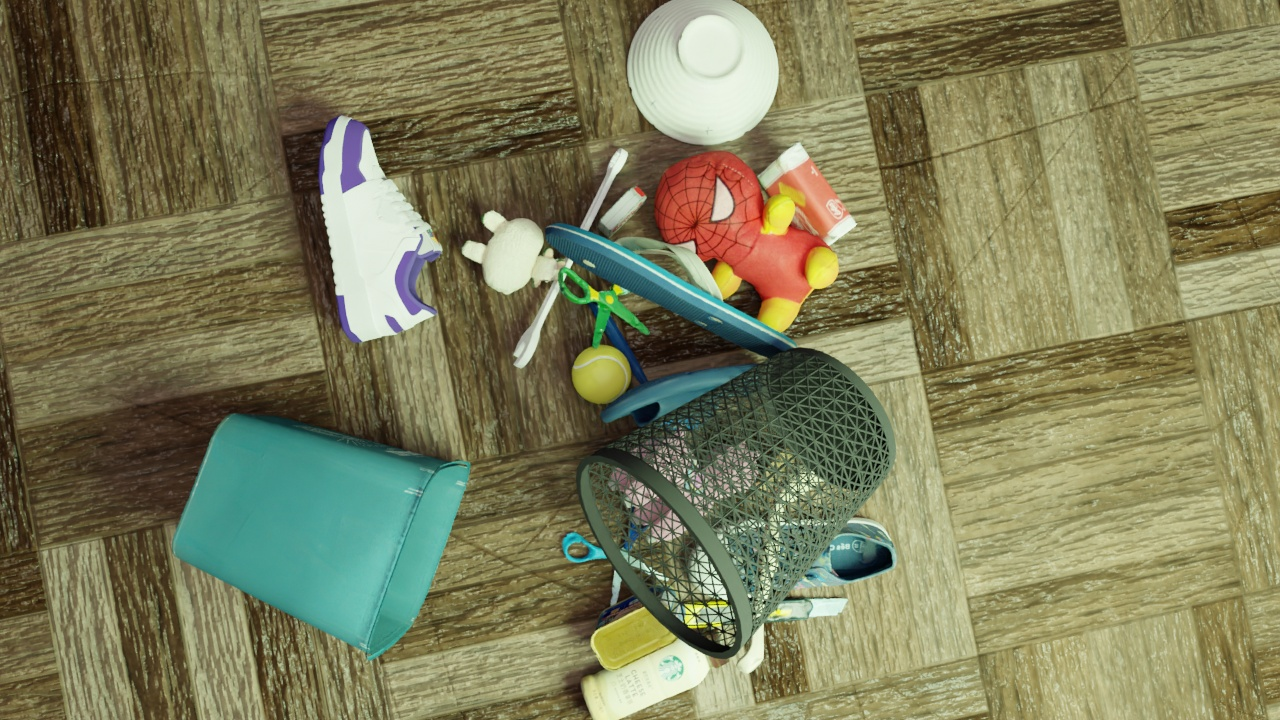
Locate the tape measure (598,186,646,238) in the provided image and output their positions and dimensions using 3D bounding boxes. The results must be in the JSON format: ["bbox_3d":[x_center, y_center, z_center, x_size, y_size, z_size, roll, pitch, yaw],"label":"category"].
[{"bbox_3d":[-0.021,-0.167,1.022,0.020,0.062,0.060,45,89,-2],"label":"tape measure"}]

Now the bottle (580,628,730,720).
[{"bbox_3d":[0.018,0.344,1.008,0.162,0.056,0.056,-23,90,-5],"label":"bottle"}]

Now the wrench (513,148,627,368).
[{"bbox_3d":[-0.078,-0.116,1.026,0.009,0.047,0.273,28,84,-21],"label":"wrench"}]

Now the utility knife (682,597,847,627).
[{"bbox_3d":[0.136,0.283,1.039,0.203,0.020,0.029,-3,90,-5],"label":"utility knife"}]

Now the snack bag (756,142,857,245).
[{"bbox_3d":[0.185,-0.179,1.028,0.036,0.077,0.116,-36,91,-17],"label":"snack bag"}]

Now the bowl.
[{"bbox_3d":[0.075,-0.338,1.030,0.177,0.071,0.177,0,88,-4],"label":"bowl"}]

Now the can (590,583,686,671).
[{"bbox_3d":[-0.002,0.289,0.996,0.100,0.059,0.054,-29,91,9],"label":"can"}]

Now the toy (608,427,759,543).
[{"bbox_3d":[0.053,0.126,0.999,0.157,0.067,0.123,-34,121,-10],"label":"toy"}]

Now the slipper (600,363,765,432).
[{"bbox_3d":[0.062,0.042,0.987,0.213,0.104,0.059,-10,78,-20],"label":"slipper"}]

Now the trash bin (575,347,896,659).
[{"bbox_3d":[0.102,0.117,0.875,0.242,0.217,0.217,-34,91,-27],"label":"trash bin"}]

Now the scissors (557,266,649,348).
[{"bbox_3d":[-0.036,-0.070,1.015,0.125,0.011,0.131,37,58,-19],"label":"scissors"}]

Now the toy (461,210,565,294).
[{"bbox_3d":[-0.139,-0.116,1.016,0.112,0.050,0.087,25,84,-8],"label":"toy"}]

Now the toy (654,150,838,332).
[{"bbox_3d":[0.110,-0.138,1.010,0.216,0.098,0.148,42,118,-1],"label":"toy"}]

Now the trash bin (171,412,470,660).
[{"bbox_3d":[-0.318,0.161,0.931,0.218,0.196,0.199,19,85,3],"label":"trash bin"}]

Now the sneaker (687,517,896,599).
[{"bbox_3d":[0.170,0.216,1.013,0.235,0.079,0.087,-6,89,-5],"label":"sneaker"}]

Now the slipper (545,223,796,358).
[{"bbox_3d":[0.041,-0.085,0.957,0.295,0.118,0.060,27,86,-6],"label":"slipper"}]

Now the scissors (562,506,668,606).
[{"bbox_3d":[-0.021,0.213,1.032,0.127,0.014,0.133,30,86,-4],"label":"scissors"}]

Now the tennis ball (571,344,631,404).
[{"bbox_3d":[-0.043,0.015,1.011,0.065,0.065,0.065,0,88,-4],"label":"tennis ball"}]

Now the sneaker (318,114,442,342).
[{"bbox_3d":[-0.275,-0.145,0.990,0.111,0.092,0.244,-7,92,-5],"label":"sneaker"}]

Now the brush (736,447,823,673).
[{"bbox_3d":[0.139,0.199,0.956,0.077,0.062,0.271,7,48,20],"label":"brush"}]

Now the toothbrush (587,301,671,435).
[{"bbox_3d":[-0.006,0.006,1.038,0.016,0.017,0.190,-32,91,-10],"label":"toothbrush"}]
